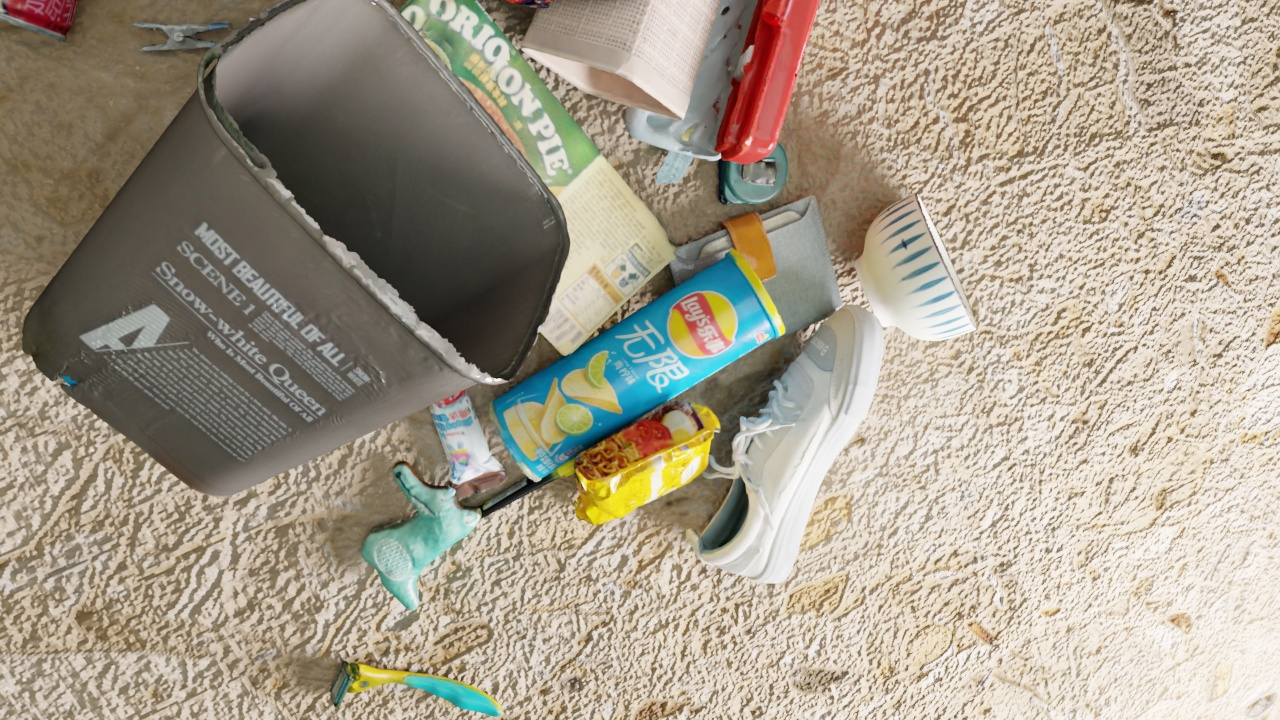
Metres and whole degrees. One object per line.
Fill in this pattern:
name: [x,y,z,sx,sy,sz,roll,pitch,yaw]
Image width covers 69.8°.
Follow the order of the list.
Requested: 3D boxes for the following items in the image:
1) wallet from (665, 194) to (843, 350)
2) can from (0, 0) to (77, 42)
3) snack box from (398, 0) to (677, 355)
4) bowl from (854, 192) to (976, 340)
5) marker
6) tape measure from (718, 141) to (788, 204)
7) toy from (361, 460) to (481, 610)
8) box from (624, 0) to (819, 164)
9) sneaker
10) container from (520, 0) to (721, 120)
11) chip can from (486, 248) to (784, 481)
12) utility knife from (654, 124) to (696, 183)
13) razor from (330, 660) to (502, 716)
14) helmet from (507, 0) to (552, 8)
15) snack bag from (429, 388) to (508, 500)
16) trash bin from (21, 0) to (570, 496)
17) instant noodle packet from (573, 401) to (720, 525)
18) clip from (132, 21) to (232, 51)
wallet: [0.090,-0.062,0.714,0.129,0.037,0.106,-22,110,-12]
can: [-0.343,-0.234,0.507,0.066,0.066,0.094,16,98,-22]
snack box: [-0.093,-0.126,0.621,0.114,0.063,0.240,-44,113,-4]
bowl: [0.210,-0.066,0.721,0.066,0.116,0.116,-25,114,22]
marker: [-0.080,0.094,0.707,0.124,0.018,0.015,-29,106,-9]
tape measure: [0.085,-0.147,0.696,0.054,0.025,0.058,-2,105,-17]
toy: [-0.165,0.125,0.678,0.092,0.030,0.096,-36,99,-1]
box: [0.062,-0.241,0.619,0.100,0.094,0.201,15,94,-10]
sneaker: [0.107,0.062,0.730,0.090,0.089,0.242,16,104,-17]
container: [-0.004,-0.228,0.585,0.090,0.090,0.111,11,103,-61]
chip can: [-0.004,0.004,0.661,0.210,0.071,0.071,-31,112,3]
utility knife: [0.063,-0.207,0.676,0.031,0.019,0.182,29,87,-18]
razor: [-0.170,0.258,0.713,0.132,0.028,0.043,17,121,-18]
helmet: [-0.079,-0.305,0.457,0.274,0.156,0.230,28,117,13]
snack bag: [-0.133,0.052,0.674,0.045,0.026,0.105,-19,112,-9]
trash bin: [-0.190,-0.051,0.508,0.220,0.198,0.199,-30,115,25]
instant noodle packet: [0.001,0.079,0.683,0.110,0.129,0.044,-22,71,-11]
clip: [-0.279,-0.199,0.562,0.058,0.026,0.037,-7,113,-13]
